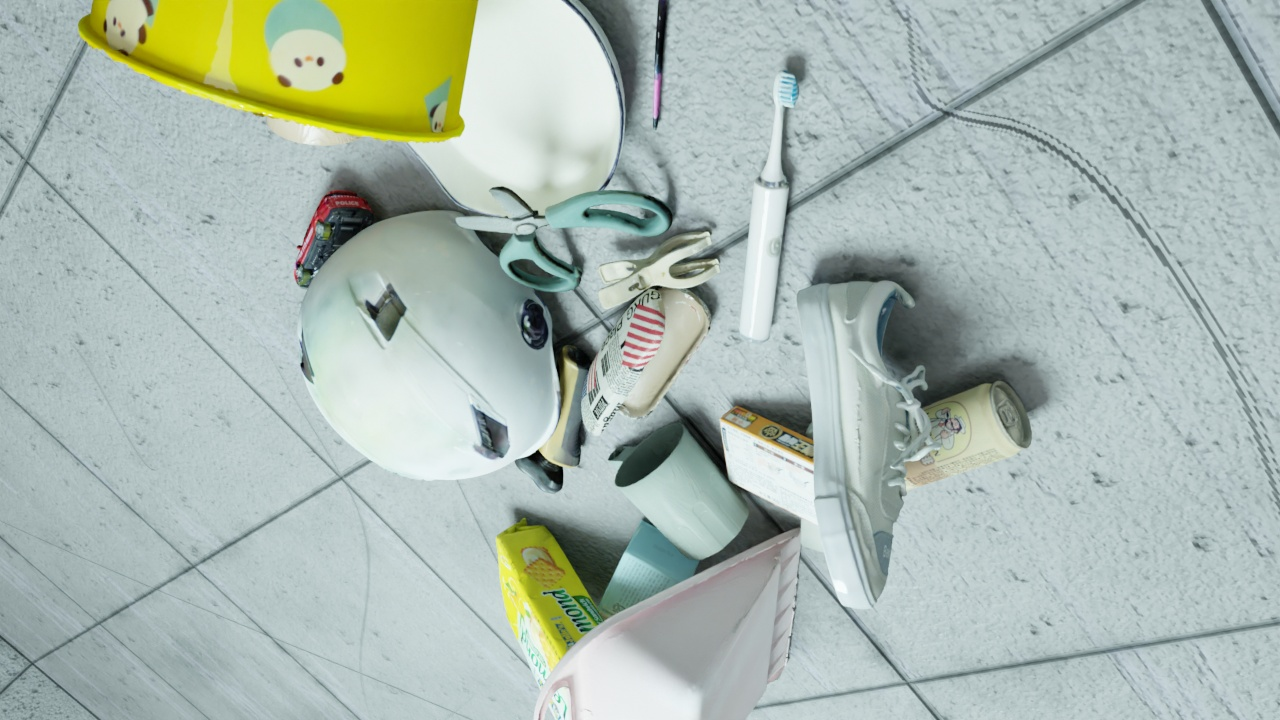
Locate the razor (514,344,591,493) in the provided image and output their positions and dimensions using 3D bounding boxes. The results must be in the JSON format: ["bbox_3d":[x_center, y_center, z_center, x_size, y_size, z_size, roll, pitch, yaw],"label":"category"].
[{"bbox_3d":[-0.082,0.056,0.891,0.067,0.062,0.168,6,128,-15],"label":"razor"}]

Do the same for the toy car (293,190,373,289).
[{"bbox_3d":[-0.293,-0.112,0.872,0.121,0.052,0.045,-49,55,39],"label":"toy car"}]

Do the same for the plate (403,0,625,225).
[{"bbox_3d":[-0.101,-0.204,0.704,0.205,0.045,0.205,14,130,17],"label":"plate"}]

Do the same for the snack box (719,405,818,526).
[{"bbox_3d":[0.135,0.098,0.788,0.154,0.026,0.075,24,138,42],"label":"snack box"}]

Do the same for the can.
[{"bbox_3d":[0.239,0.061,0.721,0.117,0.058,0.058,-29,108,40],"label":"can"}]

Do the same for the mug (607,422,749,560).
[{"bbox_3d":[0.031,0.124,0.875,0.103,0.083,0.124,48,158,-14],"label":"mug"}]

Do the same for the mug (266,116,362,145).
[{"bbox_3d":[-0.272,-0.250,0.745,0.124,0.084,0.104,42,137,30],"label":"mug"}]

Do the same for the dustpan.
[{"bbox_3d":[0.033,0.284,0.885,0.139,0.272,0.223,20,128,27],"label":"dustpan"}]

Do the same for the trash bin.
[{"bbox_3d":[-0.186,-0.290,0.539,0.230,0.229,0.256,24,111,10],"label":"trash bin"}]

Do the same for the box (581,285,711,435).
[{"bbox_3d":[-0.009,0.005,0.790,0.076,0.087,0.163,40,136,4],"label":"box"}]

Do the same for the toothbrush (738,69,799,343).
[{"bbox_3d":[0.096,-0.108,0.688,0.026,0.026,0.221,32,137,33],"label":"toothbrush"}]

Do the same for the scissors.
[{"bbox_3d":[-0.066,-0.095,0.745,0.170,0.019,0.182,-2,158,-16],"label":"scissors"}]

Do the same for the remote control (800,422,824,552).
[{"bbox_3d":[0.175,0.117,0.823,0.058,0.021,0.150,11,129,20],"label":"remote control"}]

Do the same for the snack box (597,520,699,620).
[{"bbox_3d":[0.002,0.253,0.998,0.074,0.051,0.175,27,133,5],"label":"snack box"}]

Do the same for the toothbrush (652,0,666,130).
[{"bbox_3d":[0.017,-0.247,0.631,0.018,0.014,0.190,8,129,7],"label":"toothbrush"}]

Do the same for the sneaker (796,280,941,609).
[{"bbox_3d":[0.173,0.056,0.671,0.091,0.242,0.089,-8,166,20],"label":"sneaker"}]

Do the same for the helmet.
[{"bbox_3d":[-0.200,0.007,0.814,0.230,0.145,0.258,-23,101,30],"label":"helmet"}]

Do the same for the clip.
[{"bbox_3d":[0.013,-0.075,0.742,0.099,0.066,0.034,-17,119,11],"label":"clip"}]

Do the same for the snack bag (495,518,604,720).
[{"bbox_3d":[-0.086,0.299,0.998,0.246,0.068,0.158,50,149,45],"label":"snack bag"}]
